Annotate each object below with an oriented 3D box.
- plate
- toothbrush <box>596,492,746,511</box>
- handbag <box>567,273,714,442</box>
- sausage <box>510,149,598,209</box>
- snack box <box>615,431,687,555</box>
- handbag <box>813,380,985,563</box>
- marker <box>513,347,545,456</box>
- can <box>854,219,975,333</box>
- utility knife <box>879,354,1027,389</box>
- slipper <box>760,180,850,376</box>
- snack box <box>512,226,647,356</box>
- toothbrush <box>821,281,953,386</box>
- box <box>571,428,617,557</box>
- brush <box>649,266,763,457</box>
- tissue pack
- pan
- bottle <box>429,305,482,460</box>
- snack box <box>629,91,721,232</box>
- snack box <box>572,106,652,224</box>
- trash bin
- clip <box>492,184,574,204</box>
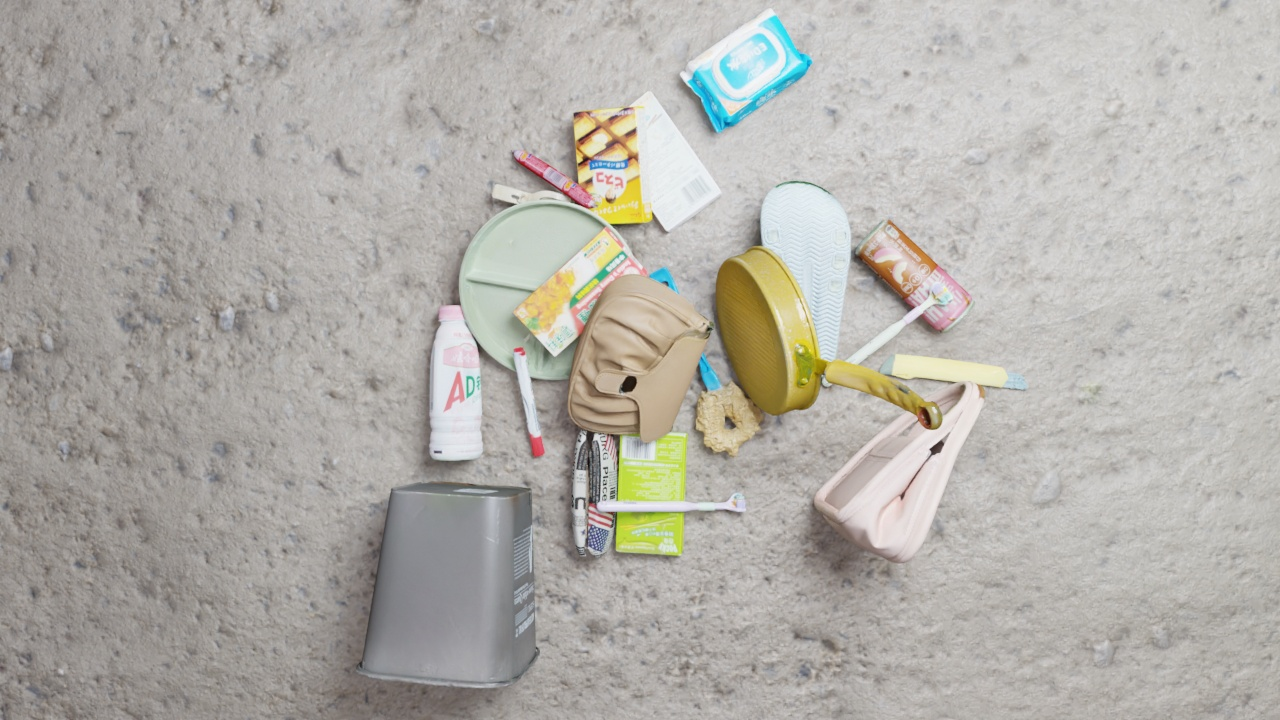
[{"bbox_3d":[-0.113,-0.088,1.155,0.230,0.027,0.230,1,105,3],"label":"plate"},{"bbox_3d":[0.039,0.180,1.143,0.189,0.029,0.021,0,131,-12],"label":"toothbrush"},{"bbox_3d":[-0.007,0.006,1.104,0.147,0.099,0.205,16,122,-6],"label":"handbag"},{"bbox_3d":[-0.108,-0.229,1.150,0.156,0.020,0.020,37,97,25],"label":"sausage"},{"bbox_3d":[0.014,0.168,1.173,0.086,0.026,0.156,2,93,7],"label":"snack box"},{"bbox_3d":[0.310,0.114,1.059,0.093,0.193,0.234,38,87,2],"label":"handbag"},{"bbox_3d":[-0.143,0.054,1.175,0.017,0.017,0.145,-7,106,8],"label":"marker"},{"bbox_3d":[0.328,-0.101,1.102,0.147,0.058,0.058,44,97,3],"label":"can"},{"bbox_3d":[0.384,0.015,1.121,0.177,0.019,0.031,8,98,11],"label":"utility knife"},{"bbox_3d":[0.199,-0.096,1.115,0.104,0.074,0.246,-2,109,6],"label":"slipper"},{"bbox_3d":[-0.074,-0.083,1.124,0.156,0.027,0.077,-41,100,13],"label":"snack box"},{"bbox_3d":[0.290,-0.026,1.100,0.190,0.020,0.029,-42,85,29],"label":"toothbrush"},{"bbox_3d":[-0.051,0.168,1.162,0.076,0.075,0.163,3,91,2],"label":"box"},{"bbox_3d":[0.076,0.001,1.154,0.083,0.045,0.254,-26,86,12],"label":"brush"},{"bbox_3d":[0.128,-0.352,1.112,0.140,0.063,0.090,-33,88,8],"label":"tissue pack"},{"bbox_3d":[0.187,-0.005,0.996,0.078,0.357,0.198,-18,119,-13],"label":"pan"},{"bbox_3d":[-0.239,0.028,1.180,0.068,0.068,0.197,-1,90,7],"label":"bottle"},{"bbox_3d":[0.024,-0.247,1.149,0.085,0.027,0.157,-35,88,9],"label":"snack box"},{"bbox_3d":[-0.034,-0.239,1.131,0.087,0.033,0.140,3,108,25],"label":"snack box"},{"bbox_3d":[-0.223,0.267,1.134,0.199,0.199,0.219,4,87,6],"label":"trash bin"},{"bbox_3d":[-0.134,-0.201,1.176,0.104,0.076,0.034,14,96,17],"label":"clip"}]
